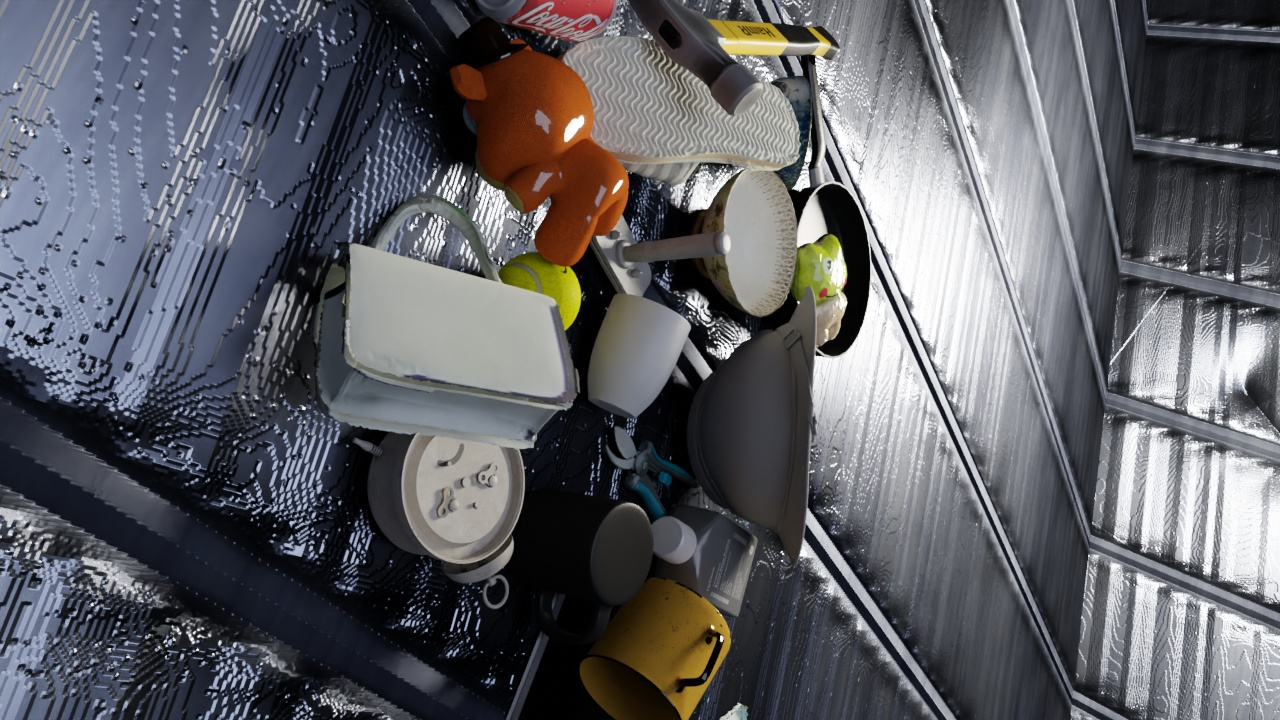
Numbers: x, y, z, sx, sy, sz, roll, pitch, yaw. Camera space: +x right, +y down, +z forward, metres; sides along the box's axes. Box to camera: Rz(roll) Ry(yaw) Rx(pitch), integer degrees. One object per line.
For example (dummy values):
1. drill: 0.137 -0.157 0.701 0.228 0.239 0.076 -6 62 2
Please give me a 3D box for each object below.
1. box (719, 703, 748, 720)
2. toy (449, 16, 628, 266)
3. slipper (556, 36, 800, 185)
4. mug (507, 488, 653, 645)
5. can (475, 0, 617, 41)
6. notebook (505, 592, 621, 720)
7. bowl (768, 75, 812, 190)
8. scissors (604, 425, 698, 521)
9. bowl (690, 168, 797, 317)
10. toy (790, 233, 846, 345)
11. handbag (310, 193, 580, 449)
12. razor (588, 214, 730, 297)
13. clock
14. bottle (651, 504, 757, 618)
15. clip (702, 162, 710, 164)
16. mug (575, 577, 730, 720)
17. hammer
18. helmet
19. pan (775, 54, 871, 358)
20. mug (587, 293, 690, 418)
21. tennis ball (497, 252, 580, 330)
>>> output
1. box: 0.079 0.438 0.912 0.197 0.074 0.126 -10 81 -53
2. toy: -0.070 -0.159 0.656 0.111 0.096 0.176 -49 125 -52
3. slipper: 0.035 -0.212 0.799 0.272 0.054 0.114 -5 89 -37
4. mug: -0.049 0.161 0.710 0.078 0.088 0.113 17 78 -52
5. can: -0.069 -0.276 0.679 0.104 0.064 0.064 -9 99 -52
6. notebook: -0.024 0.272 0.811 0.206 0.016 0.148 44 59 -44
7. bowl: 0.129 -0.234 0.934 0.114 0.060 0.114 -177 -88 -84
8. scissors: 0.014 0.113 0.847 0.155 0.019 0.124 -9 99 -52
9. bowl: 0.095 -0.116 0.903 0.145 0.063 0.145 -5 96 -52
10. toy: 0.194 -0.073 0.985 0.092 0.043 0.118 -28 116 -47
11. handbag: -0.130 -0.032 0.594 0.151 0.074 0.175 12 50 -33
12. razor: 0.021 -0.092 0.764 0.088 0.116 0.047 59 43 -35
13. clock: -0.129 0.102 0.628 0.103 0.061 0.157 -39 114 -46
14. bottle: 0.055 0.183 0.857 0.174 0.046 0.083 44 59 -57
15. clip: 0.078 -0.230 0.906 0.023 0.043 0.075 29 68 -48
16. mug: 0.022 0.242 0.754 0.100 0.124 0.093 54 48 -14
17. hammer: 0.109 -0.306 0.863 0.170 0.034 0.323 50 36 12
18. helmet: 0.106 0.059 0.895 0.183 0.118 0.271 57 36 -79
19. pan: 0.199 -0.176 1.053 0.203 0.044 0.356 -31 116 -48
20. mug: -0.005 0.005 0.789 0.107 0.071 0.089 64 48 -72
21. tennis ball: -0.077 -0.048 0.680 0.065 0.065 0.065 -4 95 -52
